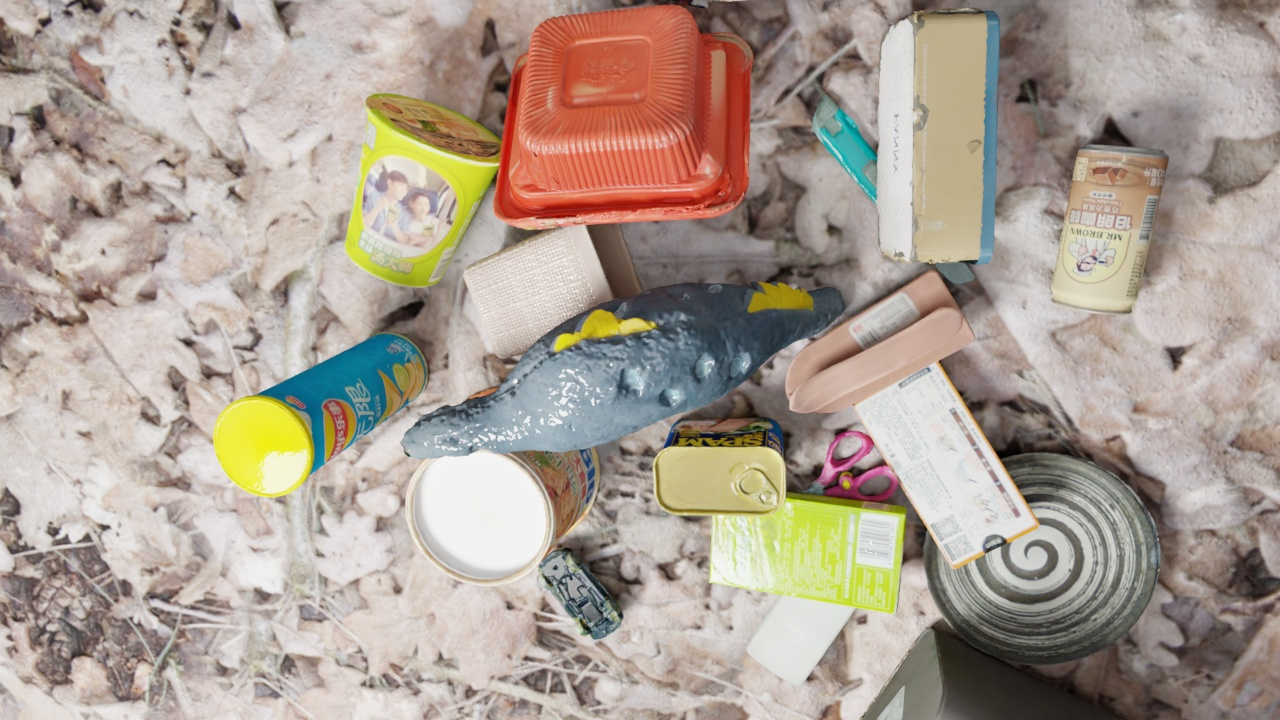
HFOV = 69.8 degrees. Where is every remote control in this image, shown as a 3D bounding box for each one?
[{"bbox_3d":[0.151,0.208,0.787,0.058,0.021,0.150,33,106,10],"label":"remote control"}]

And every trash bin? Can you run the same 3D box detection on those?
[{"bbox_3d":[0.291,0.349,0.725,0.220,0.198,0.199,30,105,8],"label":"trash bin"}]

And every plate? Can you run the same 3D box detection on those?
[{"bbox_3d":[0.321,0.159,0.743,0.179,0.024,0.179,2,99,12],"label":"plate"}]

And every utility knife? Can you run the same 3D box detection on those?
[{"bbox_3d":[0.192,-0.126,0.699,0.029,0.013,0.182,-42,95,16],"label":"utility knife"}]

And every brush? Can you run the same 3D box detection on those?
[{"bbox_3d":[0.176,-0.006,0.703,0.146,0.073,0.063,-31,98,17],"label":"brush"}]

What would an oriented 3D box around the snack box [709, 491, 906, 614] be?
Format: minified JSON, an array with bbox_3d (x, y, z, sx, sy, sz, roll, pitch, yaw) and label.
[{"bbox_3d":[0.136,0.153,0.758,0.156,0.026,0.086,4,99,19],"label":"snack box"}]

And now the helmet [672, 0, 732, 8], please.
[{"bbox_3d":[0.049,-0.331,0.568,0.274,0.156,0.230,9,123,15],"label":"helmet"}]

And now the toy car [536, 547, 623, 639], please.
[{"bbox_3d":[-0.052,0.205,0.816,0.043,0.034,0.090,-39,93,19],"label":"toy car"}]

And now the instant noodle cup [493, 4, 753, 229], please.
[{"bbox_3d":[-0.015,-0.179,0.650,0.189,0.079,0.164,-2,65,9],"label":"instant noodle cup"}]

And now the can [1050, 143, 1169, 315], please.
[{"bbox_3d":[0.336,-0.095,0.660,0.058,0.058,0.116,7,106,8],"label":"can"}]

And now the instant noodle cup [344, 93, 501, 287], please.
[{"bbox_3d":[-0.177,-0.127,0.717,0.111,0.111,0.124,28,115,1],"label":"instant noodle cup"}]

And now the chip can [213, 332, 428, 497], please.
[{"bbox_3d":[-0.236,0.033,0.709,0.071,0.210,0.071,2,105,9],"label":"chip can"}]

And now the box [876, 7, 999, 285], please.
[{"bbox_3d":[0.206,-0.146,0.645,0.061,0.089,0.184,-5,102,-1],"label":"box"}]

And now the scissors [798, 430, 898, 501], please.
[{"bbox_3d":[0.142,0.105,0.769,0.137,0.017,0.073,-26,100,18],"label":"scissors"}]

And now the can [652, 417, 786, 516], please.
[{"bbox_3d":[0.066,0.082,0.738,0.102,0.083,0.057,-1,105,9],"label":"can"}]

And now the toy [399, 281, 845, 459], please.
[{"bbox_3d":[-0.004,0.004,0.655,0.356,0.138,0.091,-19,82,-6],"label":"toy"}]

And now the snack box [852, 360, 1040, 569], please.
[{"bbox_3d":[0.239,0.080,0.723,0.075,0.026,0.153,-32,86,14],"label":"snack box"}]

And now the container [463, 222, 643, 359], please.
[{"bbox_3d":[-0.067,-0.059,0.723,0.111,0.089,0.090,-18,101,17],"label":"container"}]

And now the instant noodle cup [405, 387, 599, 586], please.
[{"bbox_3d":[-0.118,0.108,0.761,0.151,0.111,0.151,2,104,9],"label":"instant noodle cup"}]
